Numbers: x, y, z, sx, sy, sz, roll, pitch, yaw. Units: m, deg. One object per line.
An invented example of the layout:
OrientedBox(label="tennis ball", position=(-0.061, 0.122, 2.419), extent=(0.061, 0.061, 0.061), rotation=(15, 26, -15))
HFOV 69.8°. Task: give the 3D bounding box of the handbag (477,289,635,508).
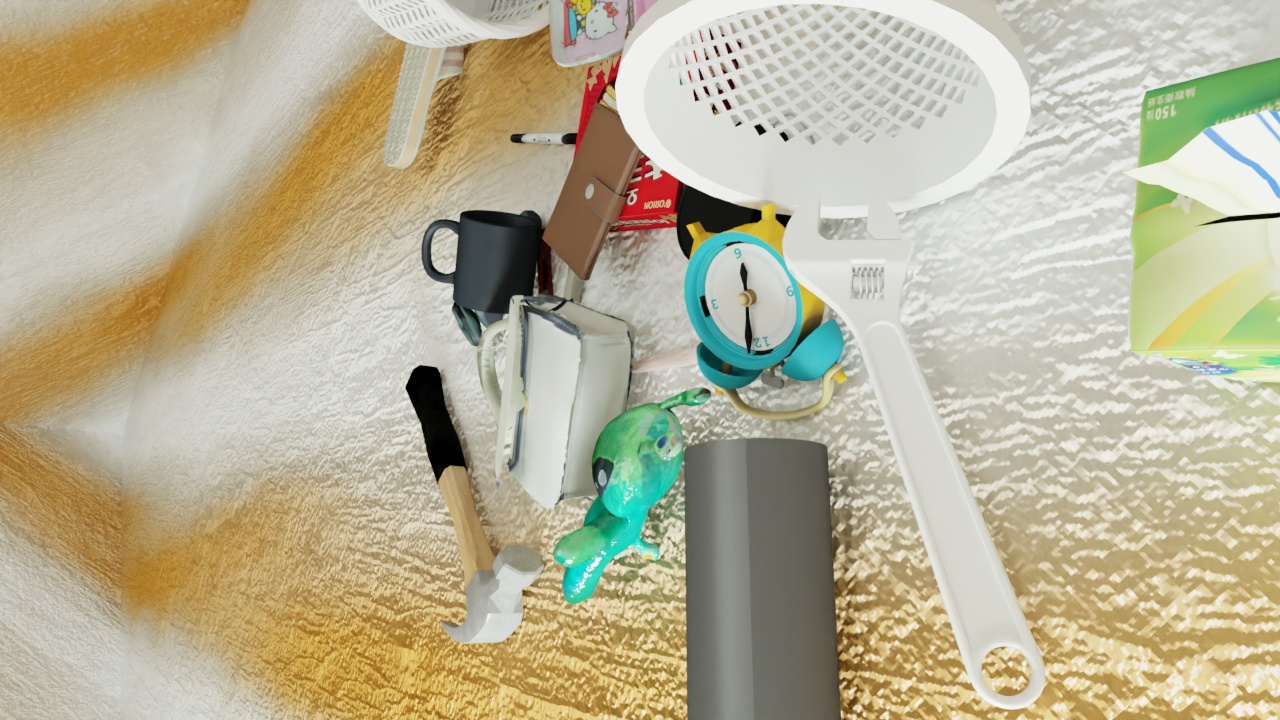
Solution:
OrientedBox(label="handbag", position=(-0.092, 0.020, 0.729), extent=(0.176, 0.073, 0.151), rotation=(27, 113, 46))

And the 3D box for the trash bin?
OrientedBox(label="trash bin", position=(0.100, -0.209, 0.477), extent=(0.196, 0.195, 0.199), rotation=(-14, 61, 52))

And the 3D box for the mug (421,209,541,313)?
OrientedBox(label="mug", position=(-0.144, -0.092, 0.818), extent=(0.071, 0.105, 0.077), rotation=(-59, -21, -71))

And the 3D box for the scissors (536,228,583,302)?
OrientedBox(label="scissors", position=(-0.072, -0.044, 0.801), extent=(0.180, 0.015, 0.185), rotation=(-61, 40, 24))

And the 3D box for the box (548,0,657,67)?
OrientedBox(label="box", position=(-0.009, -0.346, 0.756), extent=(0.154, 0.066, 0.201), rotation=(-19, 66, 40))

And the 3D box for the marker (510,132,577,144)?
OrientedBox(label="marker", position=(-0.088, -0.210, 0.869), extent=(0.152, 0.011, 0.011), rotation=(20, 98, 54))

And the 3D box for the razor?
OrientedBox(label="razor", position=(-0.135, -0.080, 0.878), extent=(0.143, 0.052, 0.047), rotation=(-55, 39, 16))

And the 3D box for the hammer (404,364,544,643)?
OrientedBox(label="hammer", position=(-0.179, 0.124, 0.890), extent=(0.131, 0.039, 0.328), rotation=(-59, 40, 28))

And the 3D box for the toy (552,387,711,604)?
OrientedBox(label="toy", position=(-0.007, 0.093, 0.621), extent=(0.130, 0.072, 0.194), rotation=(-59, -5, -51))

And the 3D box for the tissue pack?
OrientedBox(label="tissue pack", position=(0.239, -0.052, 0.263), extent=(0.198, 0.141, 0.120), rotation=(-11, 72, 53))

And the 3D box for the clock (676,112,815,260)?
OrientedBox(label="clock", position=(0.071, -0.104, 0.595), extent=(0.121, 0.042, 0.091), rotation=(-49, 45, 35))

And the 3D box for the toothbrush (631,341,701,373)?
OrientedBox(label="toothbrush", position=(-0.004, 0.004, 0.694), extent=(0.182, 0.018, 0.015), rotation=(-13, 74, 51))

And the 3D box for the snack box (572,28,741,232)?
OrientedBox(label="snack box", position=(0.004, -0.171, 0.710), extent=(0.152, 0.035, 0.132), rotation=(7, 87, 55))

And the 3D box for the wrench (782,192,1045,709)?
OrientedBox(label="wrench", position=(0.136, 0.032, 0.458), extent=(0.066, 0.018, 0.273), rotation=(-18, 69, 7))

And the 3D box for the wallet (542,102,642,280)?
OrientedBox(label="wallet", position=(-0.039, -0.133, 0.714), extent=(0.087, 0.013, 0.121), rotation=(48, 120, 48))

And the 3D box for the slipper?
OrientedBox(label="slipper", position=(-0.249, -0.353, 1.094), extent=(0.115, 0.052, 0.263), rotation=(16, 91, 57))

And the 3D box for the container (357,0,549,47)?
OrientedBox(label="container", position=(-0.176, -0.406, 0.889), extent=(0.187, 0.189, 0.189), rotation=(22, 100, 55))

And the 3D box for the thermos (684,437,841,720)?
OrientedBox(label="thermos", position=(0.066, 0.168, 0.499), extent=(0.082, 0.082, 0.240), rotation=(-18, 67, 51))

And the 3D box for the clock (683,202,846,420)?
OrientedBox(label="clock", position=(0.071, -0.025, 0.551), extent=(0.099, 0.043, 0.129), rotation=(-8, 103, 44))
